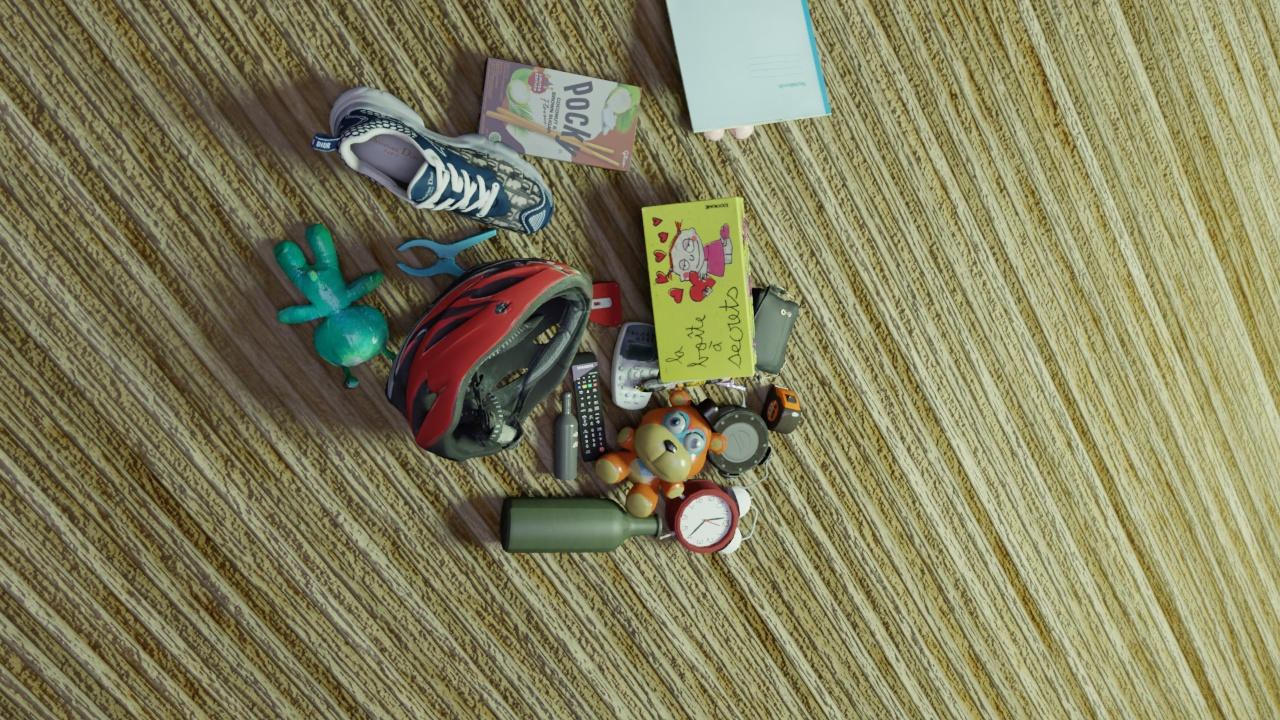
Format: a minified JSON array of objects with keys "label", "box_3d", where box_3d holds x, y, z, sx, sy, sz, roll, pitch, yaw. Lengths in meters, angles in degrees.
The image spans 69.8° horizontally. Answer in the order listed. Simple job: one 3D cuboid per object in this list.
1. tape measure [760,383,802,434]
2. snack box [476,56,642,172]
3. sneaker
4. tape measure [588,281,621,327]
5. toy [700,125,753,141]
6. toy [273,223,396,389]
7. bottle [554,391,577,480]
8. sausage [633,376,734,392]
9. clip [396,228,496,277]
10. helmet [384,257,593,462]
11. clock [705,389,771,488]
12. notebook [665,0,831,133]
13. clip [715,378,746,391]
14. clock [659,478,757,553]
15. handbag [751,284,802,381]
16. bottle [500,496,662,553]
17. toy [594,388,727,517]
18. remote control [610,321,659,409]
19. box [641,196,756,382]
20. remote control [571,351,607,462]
[{"label":"tape measure","box_3d":[0.195,0.070,1.241,0.038,0.059,0.058,13,101,-20]},{"label":"snack box","box_3d":[-0.098,-0.292,1.099,0.186,0.031,0.101,6,100,-16]},{"label":"sneaker","box_3d":[-0.224,-0.201,1.016,0.269,0.132,0.103,25,116,-16]},{"label":"tape measure","box_3d":[-0.050,-0.069,1.164,0.051,0.019,0.059,-7,103,-14]},{"label":"toy","box_3d":[0.107,-0.326,1.138,0.108,0.053,0.105,-6,106,-14]},{"label":"toy","box_3d":[-0.352,-0.060,1.062,0.130,0.072,0.193,-29,98,-8]},{"label":"bottle","box_3d":[-0.096,0.095,1.181,0.030,0.030,0.113,-2,102,-15]},{"label":"sausage","box_3d":[0.063,0.025,1.192,0.155,0.020,0.020,-7,103,-23]},{"label":"clip","box_3d":[-0.232,-0.133,1.100,0.120,0.027,0.103,-2,99,-15]},{"label":"helmet","box_3d":[-0.167,-0.011,1.055,0.167,0.217,0.272,39,85,18]},{"label":"clock","box_3d":[0.127,0.110,1.237,0.091,0.044,0.123,-25,106,-8]},{"label":"notebook","box_3d":[0.123,-0.408,1.109,0.181,0.009,0.253,-11,86,-13]},{"label":"clip","box_3d":[0.124,0.031,1.237,0.051,0.014,0.045,-27,110,-12]},{"label":"clock","box_3d":[0.094,0.213,1.247,0.137,0.048,0.096,11,98,-16]},{"label":"handbag","box_3d":[0.169,-0.035,1.215,0.079,0.054,0.128,13,95,-21]},{"label":"bottle","box_3d":[-0.075,0.214,1.189,0.206,0.071,0.071,3,100,-16]},{"label":"toy","box_3d":[0.031,0.114,1.185,0.176,0.096,0.112,-43,87,-7]},{"label":"remote control","box_3d":[-0.007,0.007,1.188,0.060,0.028,0.114,9,98,-17]},{"label":"box","box_3d":[0.076,-0.088,1.138,0.124,0.079,0.221,-2,99,13]},{"label":"remote control","box_3d":[-0.067,0.062,1.189,0.033,0.015,0.147,-9,104,-13]}]
